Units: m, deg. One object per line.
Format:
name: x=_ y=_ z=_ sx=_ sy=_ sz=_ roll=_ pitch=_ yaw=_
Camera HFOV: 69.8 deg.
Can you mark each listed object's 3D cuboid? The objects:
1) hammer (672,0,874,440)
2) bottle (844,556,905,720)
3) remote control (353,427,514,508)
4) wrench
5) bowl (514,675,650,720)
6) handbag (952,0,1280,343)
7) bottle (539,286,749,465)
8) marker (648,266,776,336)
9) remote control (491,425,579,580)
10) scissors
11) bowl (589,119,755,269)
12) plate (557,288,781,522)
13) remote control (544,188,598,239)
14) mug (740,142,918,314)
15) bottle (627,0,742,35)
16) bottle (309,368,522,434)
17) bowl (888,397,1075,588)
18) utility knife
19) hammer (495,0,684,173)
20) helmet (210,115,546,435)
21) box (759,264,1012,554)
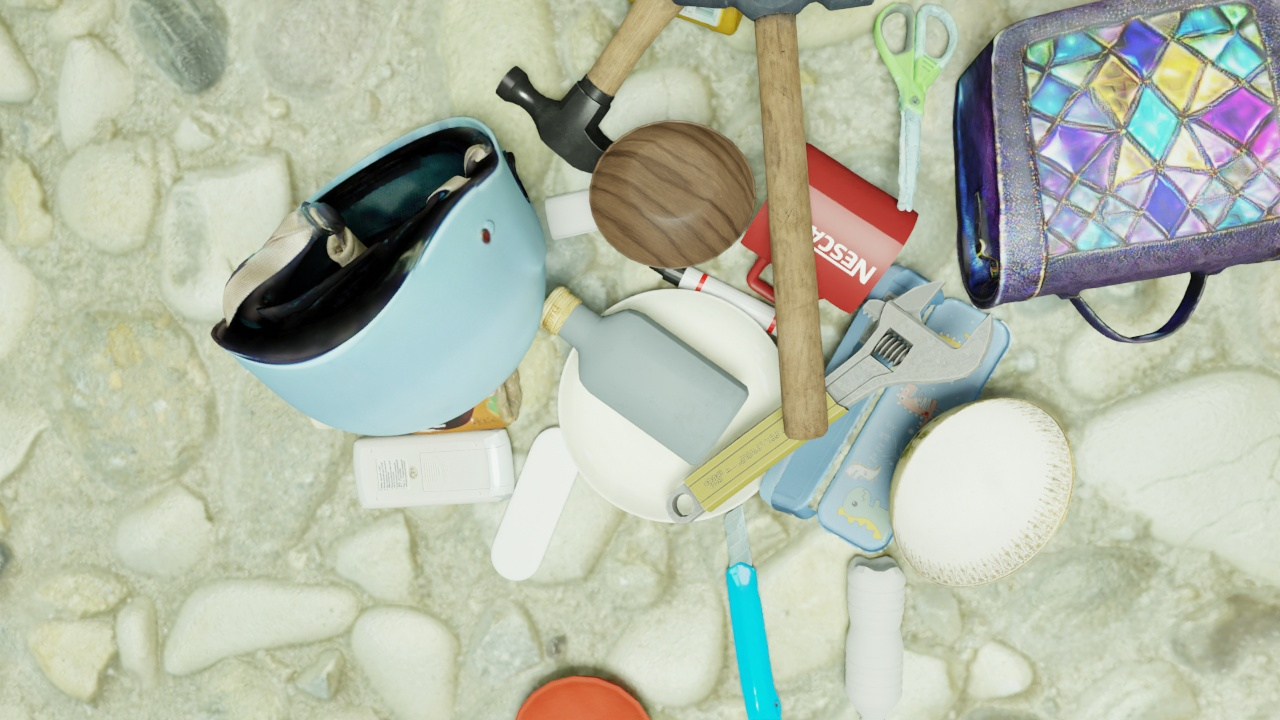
hammer: x=0.098 y=-0.105 z=0.611 sx=0.129 sy=0.040 sz=0.322 roll=-5 pitch=97 yaw=6
bottle: x=0.183 y=0.223 z=0.717 sx=0.044 sy=0.044 sz=0.136 roll=1 pitch=96 yaw=7
remote control: x=-0.171 y=0.089 z=0.754 sx=0.138 sy=0.025 sz=0.060 roll=-5 pitch=93 yaw=12
wrench: x=0.126 y=0.040 z=0.662 sx=0.274 sy=0.018 sz=0.083 roll=-40 pitch=69 yaw=16
bowl: x=-0.044 y=0.313 z=0.759 sx=0.122 sy=0.035 sz=0.122 roll=1 pitch=96 yaw=7
handbag: x=0.327 y=-0.122 z=0.623 sx=0.205 sy=0.125 sz=0.222 roll=-9 pitch=92 yaw=8
bottle: x=-0.004 y=0.004 z=0.681 sx=0.161 sy=0.046 sz=0.072 roll=35 pitch=99 yaw=3
marker: x=0.065 y=-0.050 z=0.716 sx=0.145 sy=0.019 sz=0.019 roll=27 pitch=98 yaw=4
remote control: x=-0.085 y=0.118 z=0.756 sx=0.043 sy=0.013 sz=0.136 roll=23 pitch=98 yaw=4
scissors: x=0.194 y=-0.183 z=0.659 sx=0.065 sy=0.033 sz=0.173 roll=8 pitch=70 yaw=-3
bowl: x=0.023 y=-0.125 z=0.670 sx=0.119 sy=0.032 sz=0.119 roll=1 pitch=129 yaw=1
plate: x=0.027 y=0.035 z=0.722 sx=0.182 sy=0.034 sz=0.182 roll=1 pitch=96 yaw=7
remote control: x=-0.011 y=-0.125 z=0.722 sx=0.131 sy=0.012 sz=0.033 roll=-11 pitch=94 yaw=8
mug: x=0.130 y=-0.085 z=0.679 sx=0.096 sy=0.080 sz=0.117 roll=34 pitch=127 yaw=3
bottle: x=-0.010 y=-0.297 z=0.684 sx=0.186 sy=0.053 sz=0.053 roll=20 pitch=98 yaw=5
bottle: x=-0.182 y=0.031 z=0.736 sx=0.167 sy=0.059 sz=0.059 roll=-6 pitch=95 yaw=8
bowl: x=0.236 y=0.088 z=0.676 sx=0.145 sy=0.063 sz=0.145 roll=-4 pitch=107 yaw=-13
utility knife: x=0.089 y=0.213 z=0.742 sx=0.031 sy=0.015 sz=0.198 roll=-8 pitch=98 yaw=5
hammer: x=0.029 y=-0.263 z=0.639 sx=0.132 sy=0.040 sz=0.306 roll=39 pitch=119 yaw=-4
helmet: x=-0.169 y=-0.055 z=0.651 sx=0.226 sy=0.265 sz=0.167 roll=-23 pitch=130 yaw=11
box: x=0.184 y=0.040 z=0.704 sx=0.126 sy=0.039 sz=0.209 roll=26 pitch=99 yaw=-18
